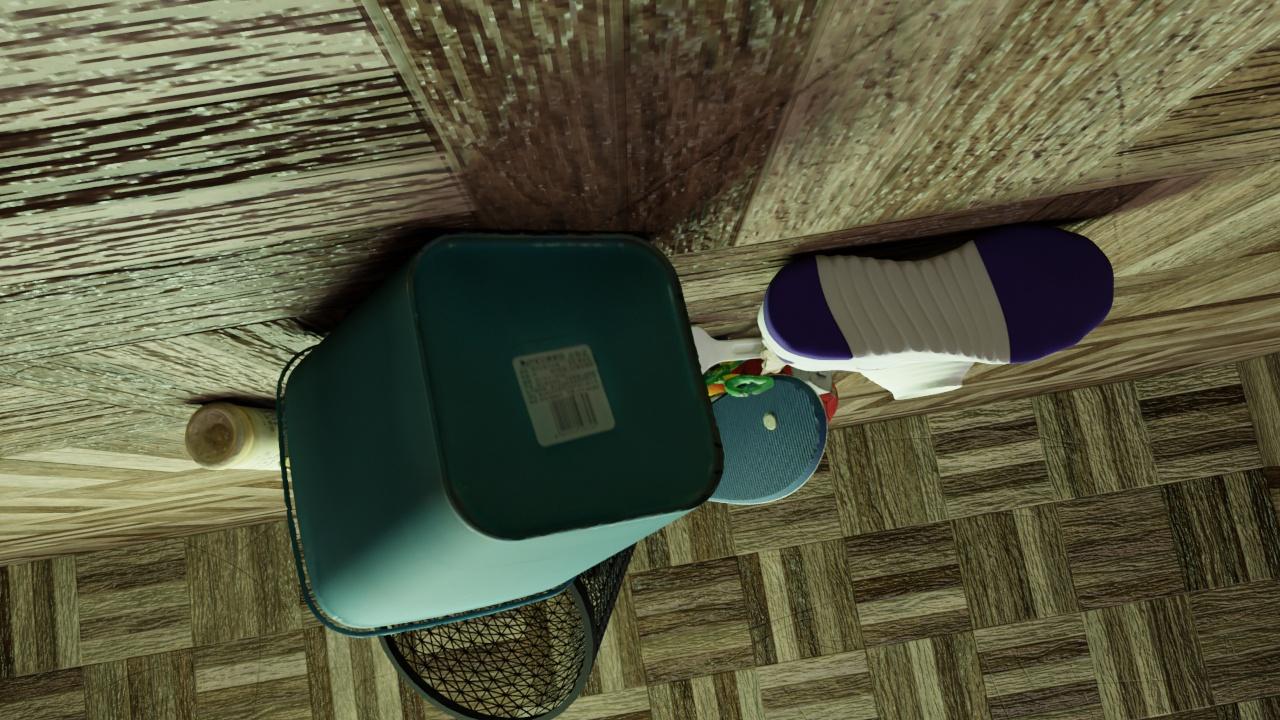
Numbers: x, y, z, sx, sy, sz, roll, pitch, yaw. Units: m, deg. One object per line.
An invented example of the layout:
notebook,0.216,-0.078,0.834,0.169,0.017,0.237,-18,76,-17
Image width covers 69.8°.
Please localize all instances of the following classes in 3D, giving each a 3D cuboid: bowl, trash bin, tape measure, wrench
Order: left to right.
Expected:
trash bin,-0.084,0.041,0.529,0.198,0.196,0.219,-5,164,-32
trash bin,-0.110,0.200,0.923,0.217,0.217,0.242,-13,-168,21
wrench,0.128,-0.013,0.837,0.272,0.047,0.009,-5,-172,-38
tape measure,0.168,0.001,0.901,0.020,0.062,0.060,-15,166,32
bowl,0.316,0.002,1.029,0.177,0.071,0.177,-10,171,-2

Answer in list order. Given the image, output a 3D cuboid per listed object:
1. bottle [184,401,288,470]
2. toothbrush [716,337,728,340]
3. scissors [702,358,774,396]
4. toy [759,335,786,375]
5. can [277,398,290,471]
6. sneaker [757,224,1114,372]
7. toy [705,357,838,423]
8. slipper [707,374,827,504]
bottle,-0.335,0.071,0.828,0.056,0.056,0.162,-11,171,10
toothbrush,-0.005,0.005,0.883,0.190,0.017,0.016,-13,176,19
scissors,0.077,0.012,0.865,0.126,0.011,0.131,5,-150,42
toy,0.141,-0.020,0.777,0.087,0.050,0.113,-5,175,-37
can,-0.275,0.072,0.818,0.054,0.059,0.100,-12,157,16
sneaker,0.198,-0.032,0.648,0.244,0.091,0.111,-5,171,-5
toy,0.118,0.049,1.016,0.217,0.098,0.147,-17,136,35
slipper,0.086,0.086,0.927,0.060,0.118,0.296,-2,172,-39
